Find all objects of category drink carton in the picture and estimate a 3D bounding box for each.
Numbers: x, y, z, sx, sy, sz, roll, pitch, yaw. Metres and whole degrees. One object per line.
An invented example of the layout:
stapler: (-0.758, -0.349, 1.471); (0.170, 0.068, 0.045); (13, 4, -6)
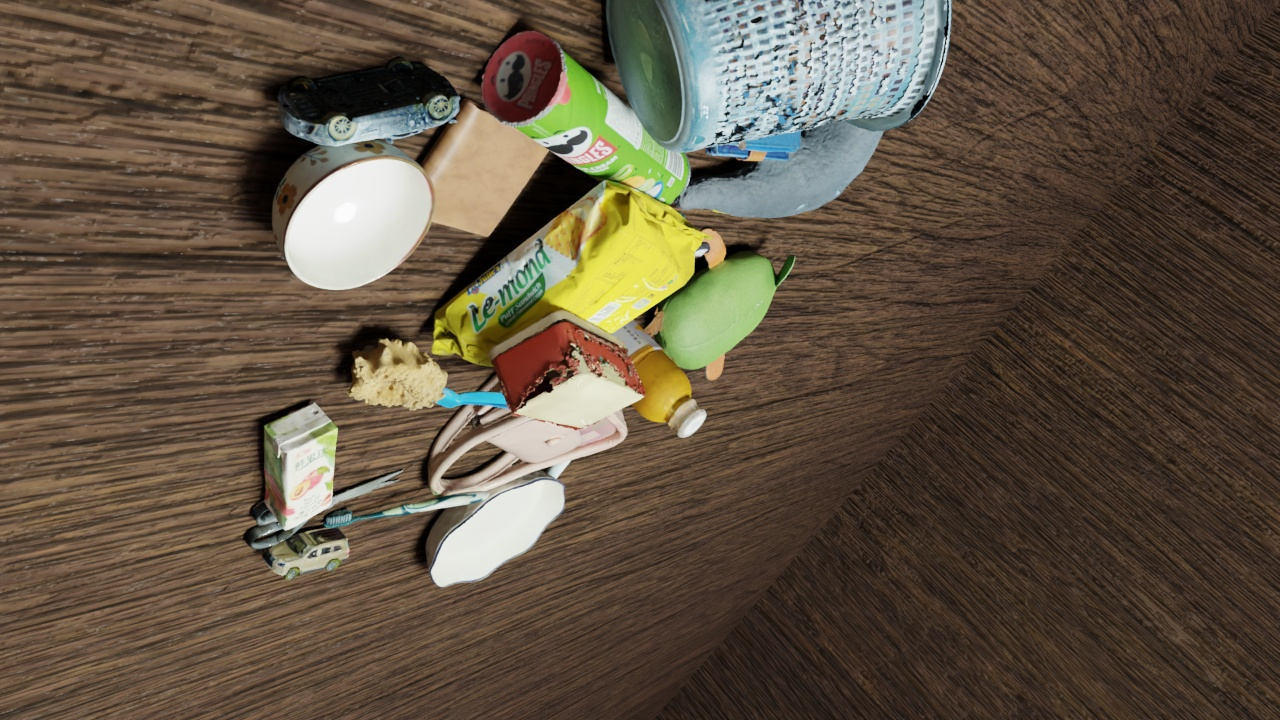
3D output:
drink carton: (-0.311, 0.096, 0.835); (0.053, 0.045, 0.123); (-30, 153, -39)

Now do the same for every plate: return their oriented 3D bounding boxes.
plate: (-0.191, 0.212, 1.196); (0.204, 0.045, 0.205); (-32, 152, -19)

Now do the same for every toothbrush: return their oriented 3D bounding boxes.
toothbrush: (-0.255, 0.161, 1.019); (0.191, 0.016, 0.018); (-6, 128, -34)

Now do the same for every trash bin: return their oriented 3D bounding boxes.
trash bin: (0.087, -0.261, 0.706); (0.195, 0.226, 0.227); (-22, 150, -14)

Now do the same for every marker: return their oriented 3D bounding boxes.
marker: (-0.088, 0.115, 1.238); (0.131, 0.018, 0.022); (-51, 162, 15)

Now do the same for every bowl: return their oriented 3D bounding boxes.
bowl: (-0.208, -0.111, 0.643); (0.113, 0.062, 0.114); (-33, 152, -20)

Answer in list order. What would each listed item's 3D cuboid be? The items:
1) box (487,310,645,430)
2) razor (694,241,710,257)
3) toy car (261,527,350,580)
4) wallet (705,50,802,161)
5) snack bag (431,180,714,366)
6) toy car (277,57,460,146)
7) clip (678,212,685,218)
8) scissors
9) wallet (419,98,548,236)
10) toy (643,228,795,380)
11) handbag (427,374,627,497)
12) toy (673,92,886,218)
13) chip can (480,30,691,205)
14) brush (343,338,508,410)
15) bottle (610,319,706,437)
box: (-0.059, 0.020, 0.860); (0.091, 0.079, 0.168); (-29, 163, 13)
razor: (0.025, -0.117, 1.012); (0.142, 0.022, 0.043); (-9, 142, -38)
toy car: (-0.346, 0.197, 0.951); (0.090, 0.042, 0.035); (-3, 125, -56)
wallet: (0.115, -0.251, 0.903); (0.132, 0.040, 0.106); (-11, 110, -47)
snack bag: (-0.060, -0.066, 0.861); (0.247, 0.068, 0.157); (-34, 159, 22)
toy car: (-0.178, -0.168, 0.608); (0.120, 0.054, 0.037); (-23, 147, -37)
clip: (0.027, -0.149, 0.995); (0.056, 0.014, 0.041); (-10, 139, -53)
scissors: (-0.325, 0.150, 0.947); (0.145, 0.014, 0.172); (-46, 158, 1)
wallet: (-0.133, -0.152, 0.746); (0.101, 0.020, 0.115); (-51, 157, 14)
toy: (0.084, -0.059, 1.135); (0.246, 0.090, 0.227); (-33, 140, -29)
handbag: (-0.141, 0.085, 1.055); (0.234, 0.093, 0.193); (-32, 156, 3)
toy: (0.194, -0.243, 1.024); (0.356, 0.091, 0.138); (-40, 128, -9)
chip can: (-0.034, -0.190, 0.768); (0.072, 0.072, 0.235); (-49, 155, 12)
brush: (-0.163, 0.031, 0.872); (0.254, 0.045, 0.083); (17, 141, -43)
bottle: (-0.006, 0.006, 0.979); (0.068, 0.189, 0.068); (-35, 154, -20)
